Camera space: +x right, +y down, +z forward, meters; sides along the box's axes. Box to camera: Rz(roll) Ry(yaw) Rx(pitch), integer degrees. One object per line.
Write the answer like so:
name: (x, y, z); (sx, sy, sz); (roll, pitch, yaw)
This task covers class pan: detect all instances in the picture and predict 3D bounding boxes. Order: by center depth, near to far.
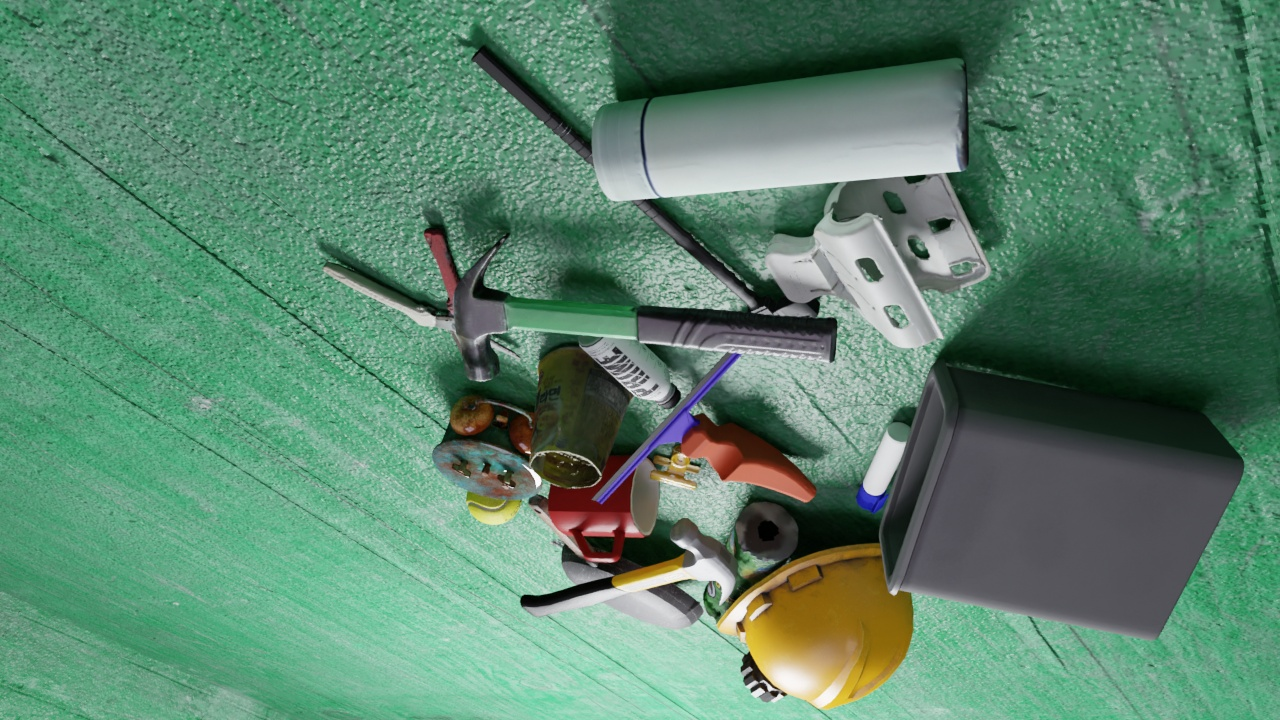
pan: (-0.049, 0.257, 1.140); (0.208, 0.040, 0.357); (9, 152, 36)

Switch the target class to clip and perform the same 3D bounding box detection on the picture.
clip: (0.159, -0.065, 0.649); (0.151, 0.109, 0.126); (-21, 130, 26)
clip: (0.040, 0.110, 0.978); (0.054, 0.048, 0.046); (16, -173, 0)

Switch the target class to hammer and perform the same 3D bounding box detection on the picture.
hammer: (0.000, -0.114, 0.691); (0.325, 0.015, 0.095); (38, 139, -28)
hammer: (-0.003, -0.031, 0.744); (0.319, 0.032, 0.130); (6, 120, 15)
hammer: (-0.023, 0.262, 1.073); (0.325, 0.029, 0.127); (-26, 124, 38)

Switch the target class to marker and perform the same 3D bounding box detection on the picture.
marker: (0.237, 0.106, 0.892); (0.027, 0.023, 0.133); (48, 156, 28)

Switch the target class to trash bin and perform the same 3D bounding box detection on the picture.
trash bin: (0.333, 0.117, 0.760); (0.220, 0.097, 0.192); (11, 117, 4)

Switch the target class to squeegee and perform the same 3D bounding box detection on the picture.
squeegee: (0.096, 0.093, 0.903); (0.184, 0.055, 0.250); (28, 125, -18)

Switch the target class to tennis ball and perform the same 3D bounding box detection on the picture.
tennis ball: (-0.172, 0.160, 1.079); (0.065, 0.065, 0.065); (10, 144, 7)

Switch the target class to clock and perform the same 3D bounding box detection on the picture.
clock: (-0.155, 0.092, 0.976); (0.121, 0.073, 0.158); (18, 144, -4)

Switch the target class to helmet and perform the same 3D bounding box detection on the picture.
helmet: (0.212, 0.317, 1.034); (0.205, 0.131, 0.256); (9, 140, -30)

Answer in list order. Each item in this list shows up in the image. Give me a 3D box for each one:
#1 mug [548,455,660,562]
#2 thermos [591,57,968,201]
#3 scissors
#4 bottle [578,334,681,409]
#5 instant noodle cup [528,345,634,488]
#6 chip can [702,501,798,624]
mug: (-0.041, 0.160, 0.989); (0.097, 0.116, 0.080); (-3, 146, 23)
thermos: (0.084, -0.142, 0.578); (0.230, 0.067, 0.068); (-1, 141, 20)
scissors: (-0.200, -0.056, 0.842); (0.179, 0.015, 0.199); (10, 145, 5)
bottle: (-0.005, 0.005, 0.830); (0.041, 0.041, 0.116); (-17, 133, 37)
instant noodle cup: (-0.060, 0.057, 0.863); (0.102, 0.108, 0.102); (8, 144, 6)
chip can: (0.127, 0.245, 1.081); (0.075, 0.075, 0.224); (13, 145, 2)
